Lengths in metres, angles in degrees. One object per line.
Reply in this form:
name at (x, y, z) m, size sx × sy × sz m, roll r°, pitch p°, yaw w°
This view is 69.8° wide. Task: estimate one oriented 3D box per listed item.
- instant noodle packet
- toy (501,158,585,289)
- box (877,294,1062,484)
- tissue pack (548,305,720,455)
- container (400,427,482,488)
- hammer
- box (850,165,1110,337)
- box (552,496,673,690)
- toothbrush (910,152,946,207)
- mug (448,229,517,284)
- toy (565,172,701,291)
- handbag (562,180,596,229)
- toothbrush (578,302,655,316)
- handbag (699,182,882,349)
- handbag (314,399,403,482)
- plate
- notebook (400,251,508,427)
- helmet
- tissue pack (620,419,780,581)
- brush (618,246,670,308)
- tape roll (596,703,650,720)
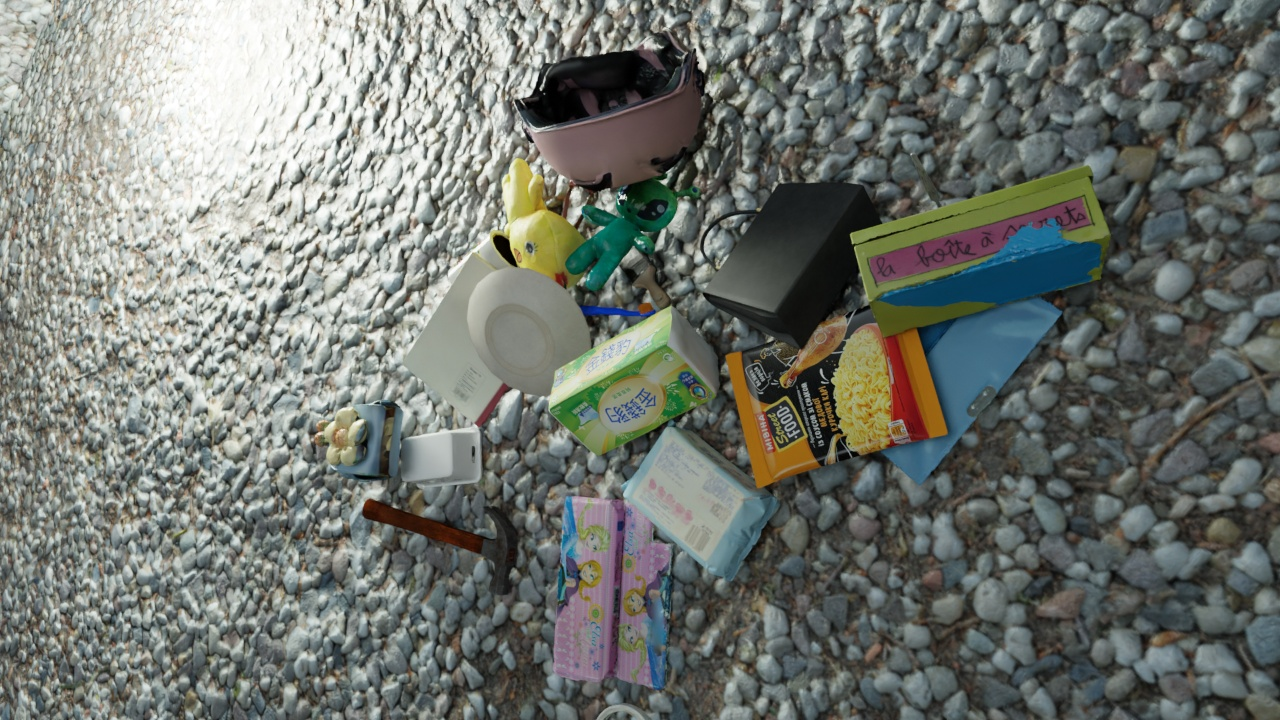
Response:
instant noodle packet at (0.205, 0.034, 1.003) m, size 0.221 × 0.032 × 0.159 m, roll -21°, pitch 71°, yaw 29°
toy at (-0.137, -0.174, 1.246) m, size 0.207 × 0.092 × 0.134 m, roll 60°, pitch 151°, yaw 9°
box at (0.307, -0.006, 0.983) m, size 0.174 × 0.033 × 0.232 m, roll 44°, pitch 106°, yaw 29°
tissue pack at (-0.007, 0.007, 1.148) m, size 0.198 × 0.120 × 0.141 m, roll -23°, pitch 34°, yaw 22°
container at (-0.295, 0.142, 1.338) m, size 0.129 × 0.049 × 0.080 m, roll -10°, pitch 77°, yaw 31°
hammer at (-0.299, 0.247, 1.338) m, size 0.301 × 0.028 × 0.111 m, roll 9°, pitch 88°, yaw 34°
box at (0.327, -0.101, 0.891) m, size 0.221 × 0.124 × 0.080 m, roll -18°, pitch 68°, yaw 18°
box at (-0.034, 0.291, 1.158) m, size 0.160 × 0.035 × 0.230 m, roll 0°, pitch 83°, yaw 32°
toothbrush at (0.293, -0.178, 0.928) m, size 0.010 × 0.181 × 0.010 m, roll -10°, pitch 74°, yaw 26°
mug at (-0.209, -0.119, 1.316) m, size 0.090 × 0.073 × 0.105 m, roll -38°, pitch 90°, yaw 23°
toy at (-0.014, -0.171, 1.179) m, size 0.130 × 0.072 × 0.193 m, roll 39°, pitch 84°, yaw 30°
handbag at (-0.086, -0.224, 1.277) m, size 0.055 × 0.029 × 0.120 m, roll 27°, pitch 103°, yaw 31°
toothbrush at (-0.043, -0.067, 1.201) m, size 0.183 × 0.016 × 0.018 m, roll 5°, pitch 123°, yaw 49°
handbag at (0.144, -0.129, 1.066) m, size 0.196 × 0.072 × 0.175 m, roll 24°, pitch 74°, yaw 44°
handbag at (-0.416, 0.118, 1.352) m, size 0.192 × 0.118 × 0.121 m, roll -8°, pitch 76°, yaw 61°
plate at (-0.157, -0.031, 1.231) m, size 0.189 × 0.027 × 0.189 m, roll 11°, pitch 119°, yaw 20°
notebook at (-0.232, -0.026, 1.300) m, size 0.153 × 0.012 × 0.209 m, roll 39°, pitch 111°, yaw 4°
helmet at (-0.030, -0.297, 1.142) m, size 0.230 × 0.153 × 0.255 m, roll -16°, pitch 32°, yaw 1°
tissue pack at (0.067, 0.161, 1.090) m, size 0.182 × 0.070 × 0.112 m, roll 37°, pitch 103°, yaw 34°
brush at (0.003, -0.109, 1.177) m, size 0.039 × 0.012 × 0.151 m, roll -45°, pitch 41°, yaw 12°
tape roll at (-0.019, 0.472, 1.130) m, size 0.093 × 0.013 × 0.093 m, roll -6°, pitch 79°, yaw 32°
